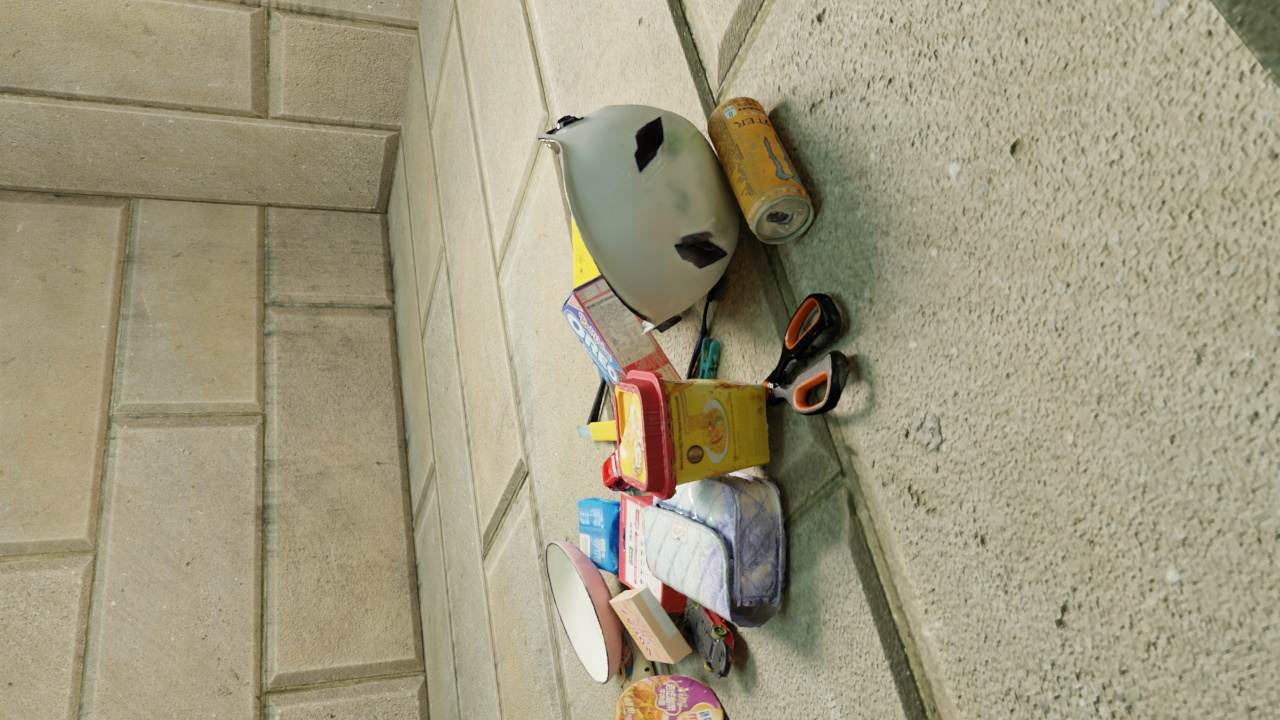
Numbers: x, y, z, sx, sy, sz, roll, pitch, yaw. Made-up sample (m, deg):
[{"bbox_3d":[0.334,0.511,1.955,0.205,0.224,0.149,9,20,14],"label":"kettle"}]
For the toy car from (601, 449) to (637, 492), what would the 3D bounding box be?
[{"bbox_3d":[-0.014,0.132,1.155,0.121,0.045,0.053,134,131,-56],"label":"toy car"}]

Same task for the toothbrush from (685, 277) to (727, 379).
[{"bbox_3d":[0.066,-0.015,1.008,0.014,0.016,0.189,-98,18,-50],"label":"toothbrush"}]

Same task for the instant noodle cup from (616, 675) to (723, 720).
[{"bbox_3d":[0.030,0.408,0.975,0.111,0.111,0.099,-131,37,-58],"label":"instant noodle cup"}]

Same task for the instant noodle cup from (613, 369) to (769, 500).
[{"bbox_3d":[0.048,0.064,0.861,0.116,0.123,0.116,-174,80,-73],"label":"instant noodle cup"}]

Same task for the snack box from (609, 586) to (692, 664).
[{"bbox_3d":[0.008,0.299,1.036,0.084,0.026,0.157,55,162,8],"label":"snack box"}]

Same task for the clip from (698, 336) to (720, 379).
[{"bbox_3d":[0.073,0.004,0.982,0.040,0.014,0.056,-148,60,-65],"label":"clip"}]

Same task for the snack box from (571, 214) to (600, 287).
[{"bbox_3d":[-0.025,-0.128,1.139,0.210,0.070,0.157,169,100,-70],"label":"snack box"}]

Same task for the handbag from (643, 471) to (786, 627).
[{"bbox_3d":[0.067,0.176,0.915,0.194,0.075,0.134,180,90,-68],"label":"handbag"}]

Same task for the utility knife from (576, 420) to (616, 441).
[{"bbox_3d":[-0.046,0.094,1.256,0.207,0.015,0.033,-11,83,63],"label":"utility knife"}]

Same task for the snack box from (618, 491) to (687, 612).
[{"bbox_3d":[0.019,0.219,1.072,0.127,0.044,0.113,-168,78,-66],"label":"snack box"}]

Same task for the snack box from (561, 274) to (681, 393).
[{"bbox_3d":[-0.006,0.006,1.005,0.207,0.058,0.057,57,154,6],"label":"snack box"}]

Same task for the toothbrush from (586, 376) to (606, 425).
[{"bbox_3d":[-0.056,0.039,1.294,0.018,0.015,0.181,-115,34,-51],"label":"toothbrush"}]

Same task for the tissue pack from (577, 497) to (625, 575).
[{"bbox_3d":[-0.039,0.228,1.204,0.157,0.052,0.095,163,104,-67],"label":"tissue pack"}]

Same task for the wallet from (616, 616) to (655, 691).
[{"bbox_3d":[-0.011,0.386,1.174,0.115,0.024,0.087,-113,36,-44],"label":"wallet"}]

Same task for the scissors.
[{"bbox_3d":[0.129,0.011,0.846,0.234,0.021,0.162,-171,85,-73],"label":"scissors"}]

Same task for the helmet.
[{"bbox_3d":[0.017,-0.153,0.900,0.229,0.146,0.258,62,-173,-9],"label":"helmet"}]

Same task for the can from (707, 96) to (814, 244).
[{"bbox_3d":[0.108,-0.176,0.841,0.058,0.058,0.145,115,147,-46],"label":"can"}]

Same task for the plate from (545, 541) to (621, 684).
[{"bbox_3d":[-0.069,0.322,1.195,0.192,0.039,0.193,48,147,45],"label":"plate"}]

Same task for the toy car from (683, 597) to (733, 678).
[{"bbox_3d":[0.073,0.283,0.954,0.106,0.031,0.049,-129,43,-63],"label":"toy car"}]
